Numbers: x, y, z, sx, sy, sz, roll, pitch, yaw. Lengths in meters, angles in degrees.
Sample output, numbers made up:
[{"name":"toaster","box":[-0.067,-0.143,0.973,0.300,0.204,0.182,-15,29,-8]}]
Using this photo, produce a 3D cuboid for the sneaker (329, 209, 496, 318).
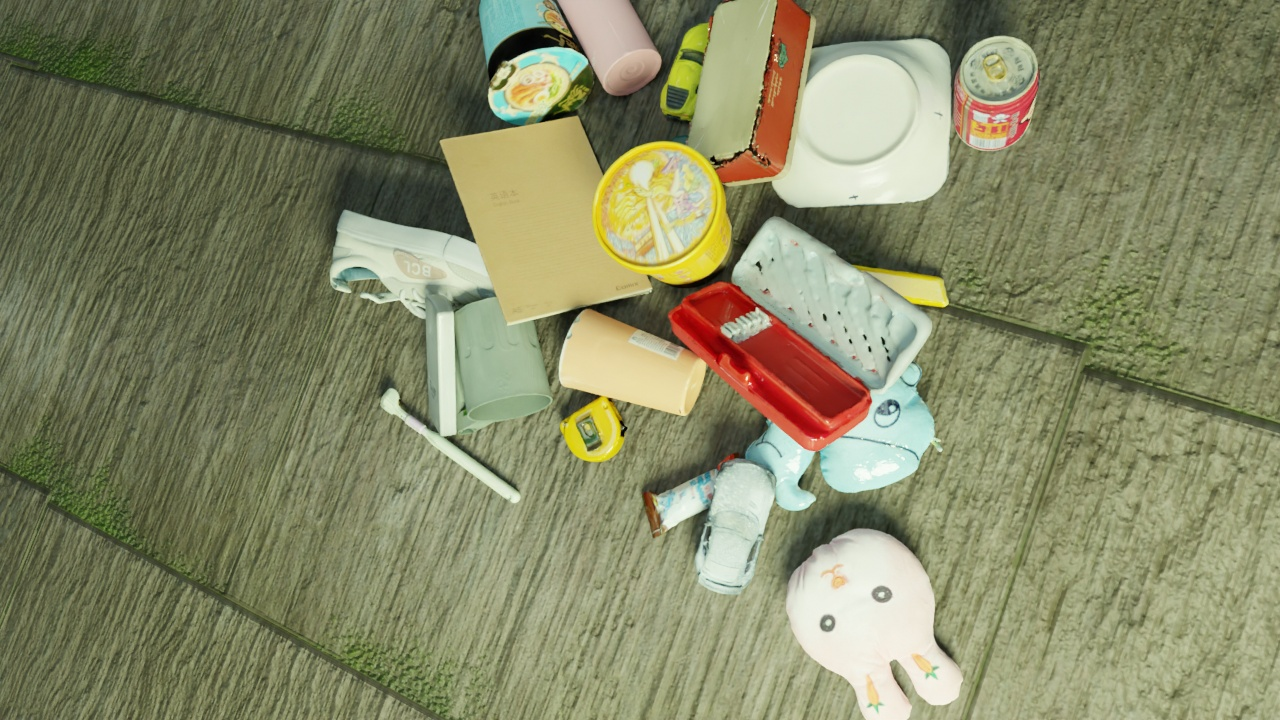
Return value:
[{"name":"sneaker","box":[-0.219,-0.084,0.938,0.242,0.089,0.090,16,87,21]}]

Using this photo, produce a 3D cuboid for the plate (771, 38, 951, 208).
[{"name":"plate","box":[0.203,-0.226,0.852,0.164,0.034,0.164,0,80,19]}]

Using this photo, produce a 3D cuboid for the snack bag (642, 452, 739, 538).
[{"name":"snack bag","box":[0.051,0.124,0.842,0.104,0.026,0.048,-23,65,13]}]

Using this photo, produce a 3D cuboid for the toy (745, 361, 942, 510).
[{"name":"toy","box":[0.179,0.065,0.798,0.156,0.049,0.161,23,92,23]}]

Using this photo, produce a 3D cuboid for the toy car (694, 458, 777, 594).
[{"name":"toy car","box":[0.083,0.146,0.806,0.054,0.036,0.121,15,101,9]}]

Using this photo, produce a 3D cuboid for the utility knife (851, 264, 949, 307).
[{"name":"utility knife","box":[0.201,-0.069,0.833,0.154,0.015,0.033,10,90,19]}]

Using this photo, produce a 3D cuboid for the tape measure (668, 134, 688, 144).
[{"name":"tape measure","box":[0.044,-0.194,0.904,0.054,0.025,0.058,3,80,18]}]

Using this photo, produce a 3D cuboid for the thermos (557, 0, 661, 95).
[{"name":"thermos","box":[-0.048,-0.374,0.936,0.067,0.087,0.198,-22,74,-8]}]

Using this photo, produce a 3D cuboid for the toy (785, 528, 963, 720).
[{"name":"toy","box":[0.195,0.222,0.763,0.121,0.054,0.159,-34,79,10]}]

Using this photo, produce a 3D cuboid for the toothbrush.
[{"name":"toothbrush","box":[-0.194,0.088,0.935,0.189,0.020,0.029,33,119,20]}]

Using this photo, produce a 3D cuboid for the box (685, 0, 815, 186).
[{"name":"box","box":[0.096,-0.256,0.856,0.091,0.077,0.168,3,79,46]}]

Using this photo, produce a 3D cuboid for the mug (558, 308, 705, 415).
[{"name":"mug","box":[-0.005,0.005,0.860,0.123,0.078,0.078,17,86,16]}]

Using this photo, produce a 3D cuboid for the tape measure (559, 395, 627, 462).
[{"name":"tape measure","box":[-0.045,0.068,0.882,0.060,0.029,0.057,-31,72,11]}]

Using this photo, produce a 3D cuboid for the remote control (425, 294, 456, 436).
[{"name":"remote control","box":[-0.196,0.004,0.904,0.056,0.019,0.135,-138,47,-57]}]

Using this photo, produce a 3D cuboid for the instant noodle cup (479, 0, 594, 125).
[{"name":"instant noodle cup","box":[-0.116,-0.325,0.945,0.111,0.111,0.120,-23,67,13]}]

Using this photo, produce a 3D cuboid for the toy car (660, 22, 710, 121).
[{"name":"toy car","box":[0.053,-0.290,0.915,0.048,0.032,0.105,21,85,21]}]

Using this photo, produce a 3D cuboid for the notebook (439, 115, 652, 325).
[{"name":"notebook","box":[-0.094,-0.142,0.904,0.149,0.012,0.211,-15,71,-21]}]

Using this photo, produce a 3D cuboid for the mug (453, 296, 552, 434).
[{"name":"mug","box":[-0.151,0.006,0.910,0.124,0.083,0.103,-26,70,38]}]

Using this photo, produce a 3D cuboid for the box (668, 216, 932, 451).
[{"name":"box","box":[0.134,-0.027,0.801,0.159,0.065,0.201,-44,53,-4]}]

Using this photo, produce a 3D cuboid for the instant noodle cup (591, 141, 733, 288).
[{"name":"instant noodle cup","box":[0.030,-0.125,0.847,0.119,0.114,0.118,-4,79,18]}]

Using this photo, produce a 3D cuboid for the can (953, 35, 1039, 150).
[{"name":"can","box":[0.303,-0.228,0.785,0.067,0.093,0.066,-3,79,18]}]
